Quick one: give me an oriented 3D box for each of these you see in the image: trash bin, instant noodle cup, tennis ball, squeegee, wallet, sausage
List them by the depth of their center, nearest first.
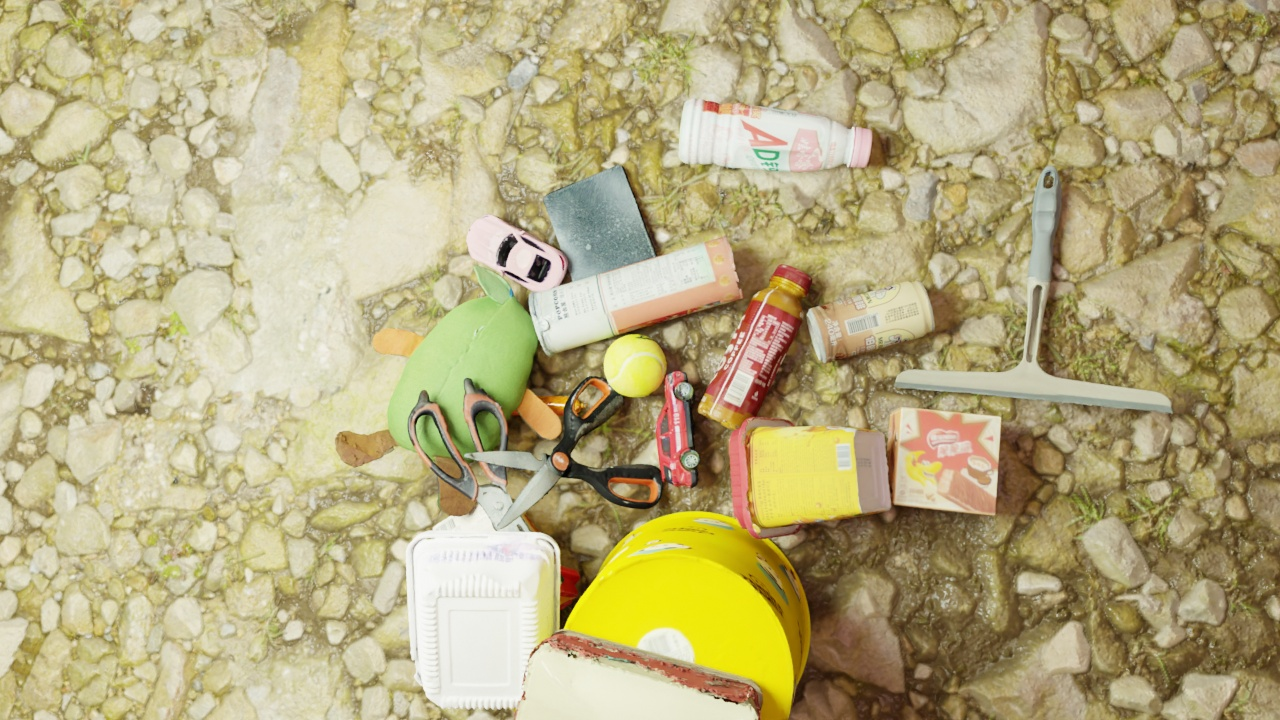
[{"bbox_3d":[0.041,0.255,0.816,0.230,0.255,0.229,-1,83,8],"label":"trash bin"},{"bbox_3d":[-0.142,0.241,0.822,0.138,0.060,0.174,1,110,-4],"label":"instant noodle cup"},{"bbox_3d":[0.163,0.108,0.873,0.124,0.116,0.116,-9,80,35],"label":"instant noodle cup"},{"bbox_3d":[0.398,-0.075,0.919,0.247,0.039,0.246,5,77,26],"label":"squeegee"},{"bbox_3d":[-0.140,0.207,0.925,0.116,0.116,0.124,-33,69,3],"label":"instant noodle cup"},{"bbox_3d":[-0.006,0.006,0.949,0.065,0.065,0.065,-1,82,8],"label":"tennis ball"},{"bbox_3d":[-0.138,0.048,0.985,0.165,0.021,0.021,1,83,8],"label":"sausage"},{"bbox_3d":[-0.045,-0.144,1.000,0.097,0.019,0.120,-21,79,6],"label":"wallet"}]

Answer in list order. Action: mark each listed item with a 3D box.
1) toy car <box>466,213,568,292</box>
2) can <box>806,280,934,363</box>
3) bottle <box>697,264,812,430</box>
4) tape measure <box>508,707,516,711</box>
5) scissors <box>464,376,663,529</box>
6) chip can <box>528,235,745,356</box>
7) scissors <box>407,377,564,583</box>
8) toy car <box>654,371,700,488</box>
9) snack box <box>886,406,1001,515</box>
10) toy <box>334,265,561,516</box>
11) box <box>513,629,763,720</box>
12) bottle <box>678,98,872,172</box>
[{"bbox_3d":[-0.136,-0.115,0.994,0.122,0.037,0.056,28,99,12],"label":"toy car"},{"bbox_3d":[0.231,-0.039,0.926,0.116,0.058,0.058,-16,81,5],"label":"can"},{"bbox_3d":[0.121,-0.013,0.939,0.057,0.057,0.175,26,87,10],"label":"bottle"},{"bbox_3d":[-0.117,0.330,0.942,0.057,0.029,0.060,-19,81,4],"label":"tape measure"},{"bbox_3d":[-0.061,0.098,0.900,0.224,0.022,0.220,36,45,-19],"label":"scissors"},{"bbox_3d":[-0.004,-0.068,0.956,0.215,0.071,0.071,-17,81,5],"label":"chip can"},{"bbox_3d":[-0.132,0.116,0.868,0.206,0.015,0.194,20,71,-6],"label":"scissors"},{"bbox_3d":[0.038,0.071,0.942,0.045,0.053,0.120,-3,81,3],"label":"toy car"},{"bbox_3d":[0.291,0.098,0.890,0.093,0.077,0.094,6,83,9],"label":"snack box"},{"bbox_3d":[-0.184,0.029,0.938,0.227,0.090,0.246,27,68,6],"label":"toy"},{"bbox_3d":[-0.002,0.255,0.650,0.168,0.079,0.091,12,86,9],"label":"box"},{"bbox_3d":[0.140,-0.231,0.963,0.197,0.068,0.068,7,84,4],"label":"bottle"}]
